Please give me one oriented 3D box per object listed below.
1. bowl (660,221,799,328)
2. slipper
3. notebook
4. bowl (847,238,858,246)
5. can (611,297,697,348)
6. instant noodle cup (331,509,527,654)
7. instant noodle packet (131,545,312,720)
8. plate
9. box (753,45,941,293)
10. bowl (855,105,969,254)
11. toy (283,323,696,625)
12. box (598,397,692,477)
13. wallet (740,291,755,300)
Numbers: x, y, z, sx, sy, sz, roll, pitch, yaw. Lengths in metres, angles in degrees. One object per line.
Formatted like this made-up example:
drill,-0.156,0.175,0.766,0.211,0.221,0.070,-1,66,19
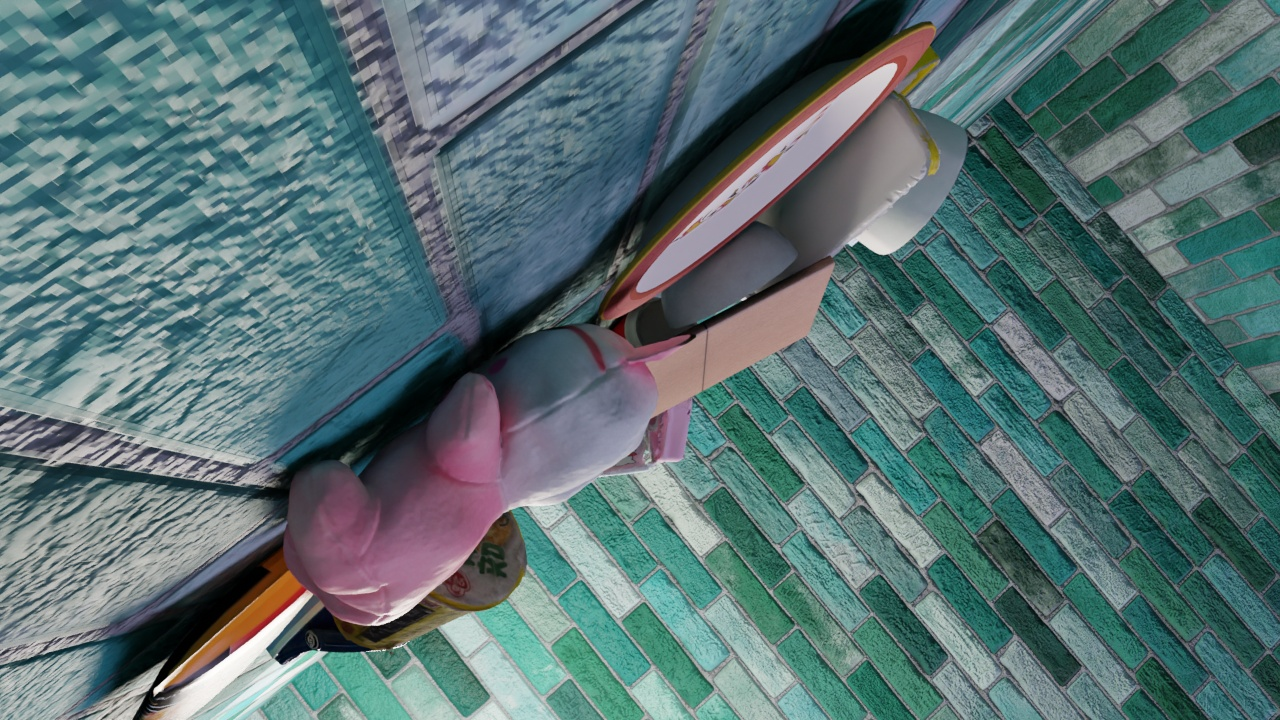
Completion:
bowl,0.056,-0.067,0.653,0.106,0.039,0.106,-30,-169,6
slipper,-0.213,0.187,0.744,0.253,0.095,0.104,-38,176,30
notebook,0.044,0.000,0.690,0.209,0.008,0.141,-28,162,-7
bowl,0.196,-0.154,0.843,0.150,0.075,0.150,-39,177,-3
can,-0.005,0.005,0.781,0.070,0.070,0.132,-37,176,-35
instant noodle cup,-0.144,0.135,0.593,0.108,0.102,0.102,-39,178,32
instant noodle packet,-0.243,0.164,0.566,0.221,0.032,0.159,-43,-178,46
plate,0.061,-0.103,0.502,0.229,0.021,0.230,-39,177,-3
box,0.145,-0.124,0.659,0.083,0.080,0.211,-32,174,-32
bowl,0.191,-0.147,0.716,0.116,0.065,0.116,-58,-168,19
toy,-0.076,0.047,0.467,0.212,0.084,0.142,-34,175,-29
box,-0.014,0.036,0.921,0.201,0.103,0.101,-101,-165,-67
wallet,0.092,-0.065,0.834,0.032,0.086,0.116,-65,172,5
